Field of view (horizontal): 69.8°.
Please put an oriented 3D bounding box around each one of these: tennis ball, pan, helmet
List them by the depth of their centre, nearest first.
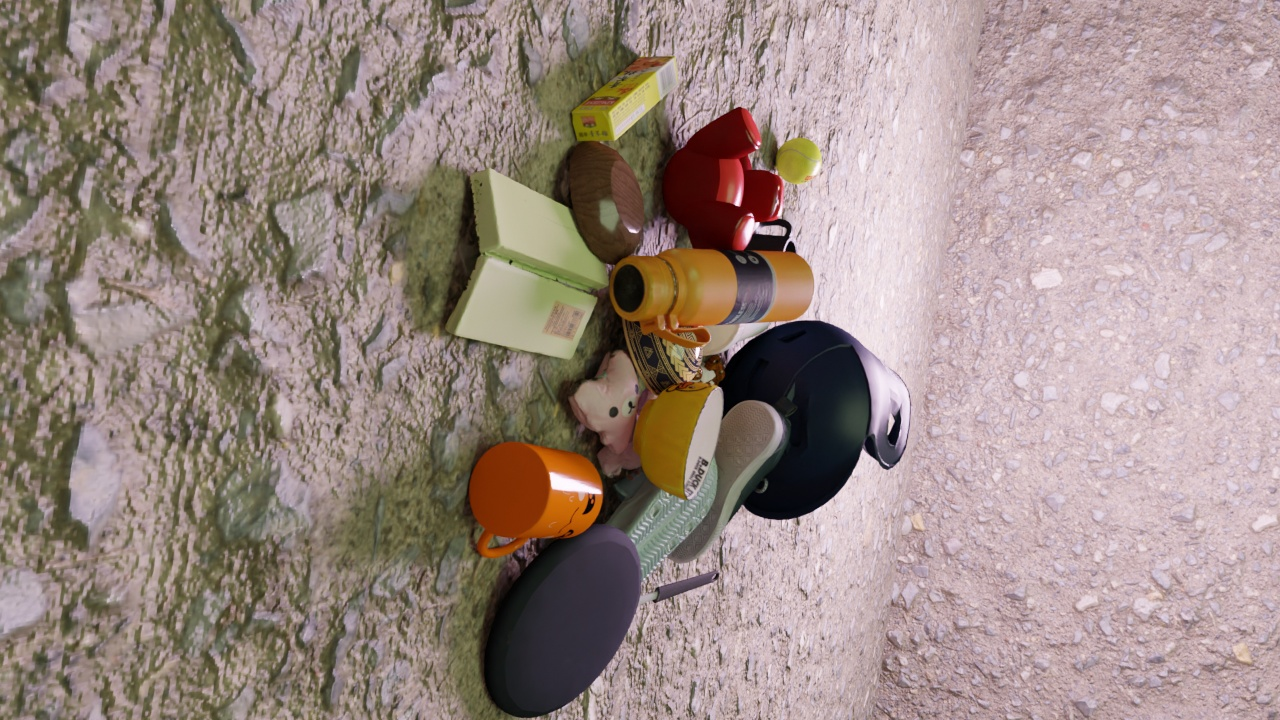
[{"bbox_3d":[-0.017,0.252,0.940,0.355,0.021,0.199,1,108,-51],"label":"pan"},{"bbox_3d":[0.201,0.077,1.210,0.223,0.232,0.272,24,86,-31],"label":"helmet"},{"bbox_3d":[0.225,-0.285,1.309,0.065,0.065,0.065,-30,125,-58],"label":"tennis ball"}]

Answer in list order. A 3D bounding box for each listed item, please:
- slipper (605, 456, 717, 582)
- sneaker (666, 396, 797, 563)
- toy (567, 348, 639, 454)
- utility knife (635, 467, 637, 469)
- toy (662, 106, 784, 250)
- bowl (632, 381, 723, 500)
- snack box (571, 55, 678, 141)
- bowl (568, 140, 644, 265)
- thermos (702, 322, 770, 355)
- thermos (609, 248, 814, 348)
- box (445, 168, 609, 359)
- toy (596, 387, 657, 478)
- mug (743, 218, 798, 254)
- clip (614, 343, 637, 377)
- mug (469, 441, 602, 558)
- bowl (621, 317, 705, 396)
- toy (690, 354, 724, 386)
[{"bbox_3d":[-0.004,0.170,0.989,0.244,0.074,0.104,-45,139,-27],"label":"slipper"},{"bbox_3d":[0.103,0.141,1.101,0.236,0.089,0.087,-55,153,16],"label":"sneaker"},{"bbox_3d":[-0.029,0.046,0.907,0.098,0.053,0.096,-43,120,-48],"label":"toy"},{"bbox_3d":[0.005,0.171,1.068,0.022,0.015,0.124,-27,125,-44],"label":"utility knife"},{"bbox_3d":[0.100,-0.185,1.039,0.197,0.121,0.158,12,79,-71],"label":"toy"},{"bbox_3d":[0.034,0.074,0.917,0.117,0.068,0.117,15,89,-73],"label":"bowl"},{"bbox_3d":[-0.012,-0.249,0.866,0.147,0.040,0.029,-53,142,-44],"label":"snack box"},{"bbox_3d":[-0.024,-0.148,0.847,0.118,0.030,0.117,35,50,-57],"label":"bowl"},{"bbox_3d":[0.099,-0.055,1.101,0.220,0.099,0.099,-10,107,-67],"label":"thermos"},{"bbox_3d":[0.078,-0.067,0.909,0.232,0.091,0.076,-5,145,-43],"label":"thermos"},{"bbox_3d":[-0.086,-0.073,0.773,0.187,0.047,0.140,17,85,-64],"label":"box"},{"bbox_3d":[-0.006,0.078,0.978,0.109,0.047,0.064,-57,154,-45],"label":"toy"},{"bbox_3d":[0.166,-0.145,1.218,0.104,0.077,0.071,-69,151,-24],"label":"mug"},{"bbox_3d":[-0.006,0.005,0.988,0.101,0.040,0.054,-25,101,-59],"label":"clip"},{"bbox_3d":[-0.098,0.126,0.787,0.113,0.077,0.096,-50,155,8],"label":"mug"},{"bbox_3d":[0.032,-0.024,0.954,0.112,0.061,0.112,-18,90,-72],"label":"bowl"},{"bbox_3d":[0.062,0.034,1.083,0.112,0.067,0.087,-25,146,-46],"label":"toy"}]
